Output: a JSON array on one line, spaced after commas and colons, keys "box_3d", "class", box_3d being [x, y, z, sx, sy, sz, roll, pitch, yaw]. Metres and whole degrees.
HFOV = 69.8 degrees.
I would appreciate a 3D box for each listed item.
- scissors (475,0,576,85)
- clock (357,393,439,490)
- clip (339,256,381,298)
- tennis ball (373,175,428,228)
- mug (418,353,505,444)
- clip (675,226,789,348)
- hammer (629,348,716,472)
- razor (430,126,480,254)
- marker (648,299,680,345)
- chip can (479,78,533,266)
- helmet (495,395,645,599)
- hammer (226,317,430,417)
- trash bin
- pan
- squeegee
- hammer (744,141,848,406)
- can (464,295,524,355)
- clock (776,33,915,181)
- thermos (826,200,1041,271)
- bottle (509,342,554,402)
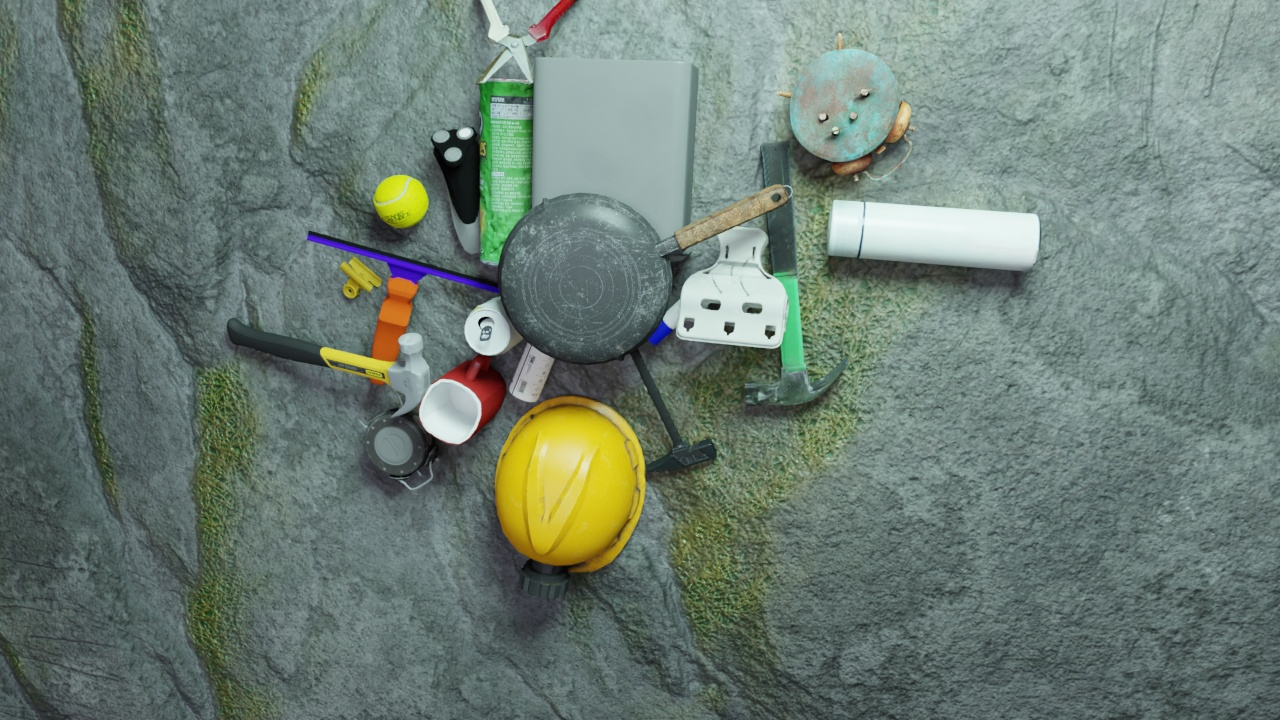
[{"box_3d": [-0.145, -0.391, 1.060, 0.179, 0.015, 0.198, 33, 69, 25], "class": "scissors"}, {"box_3d": [-0.324, 0.114, 1.251, 0.091, 0.043, 0.123, -31, 97, 16], "class": "clock"}, {"box_3d": [-0.377, -0.105, 1.216, 0.054, 0.046, 0.048, 40, 82, -3], "class": "clip"}, {"box_3d": [-0.302, -0.201, 1.157, 0.065, 0.065, 0.065, 2, 104, 10], "class": "tennis ball"}, {"box_3d": [-0.222, 0.039, 1.186, 0.080, 0.096, 0.116, 30, 107, 2], "class": "mug"}, {"box_3d": [0.114, -0.082, 1.091, 0.127, 0.110, 0.150, 7, 67, 11], "class": "clip"}, {"box_3d": [-0.007, 0.007, 1.130, 0.095, 0.015, 0.325, -18, 117, 14], "class": "hammer"}, {"box_3d": [-0.219, -0.209, 1.148, 0.057, 0.060, 0.156, -7, 122, 1], "class": "razor"}, {"box_3d": [0.060, -0.071, 1.144, 0.133, 0.027, 0.023, -42, 93, 15], "class": "marker"}, {"box_3d": [-0.161, -0.227, 1.121, 0.075, 0.075, 0.223, 6, 106, 9], "class": "chip can"}, {"box_3d": [-0.106, 0.182, 1.184, 0.205, 0.131, 0.256, 14, 105, 7], "class": "helmet"}, {"box_3d": [-0.416, -0.005, 1.213, 0.324, 0.029, 0.127, 12, 126, 21], "class": "hammer"}, {"box_3d": [-0.031, -0.236, 1.083, 0.192, 0.097, 0.220, 5, 103, 9], "class": "trash bin"}, {"box_3d": [0.004, -0.117, 1.031, 0.357, 0.040, 0.208, -23, 105, 11], "class": "pan"}, {"box_3d": [-0.324, -0.053, 1.203, 0.249, 0.055, 0.185, 15, 110, -14], "class": "squeegee"}, {"box_3d": [0.177, -0.102, 1.112, 0.130, 0.032, 0.319, -5, 102, 12], "class": "hammer"}, {"box_3d": [-0.174, -0.045, 1.140, 0.064, 0.127, 0.064, 2, 104, 10], "class": "can"}, {"box_3d": [0.239, -0.274, 1.035, 0.121, 0.073, 0.157, -42, 94, 17], "class": "clock"}, {"box_3d": [0.332, -0.144, 1.054, 0.230, 0.067, 0.068, 5, 105, 9], "class": "thermos"}, {"box_3d": [-0.132, -0.004, 1.188, 0.041, 0.041, 0.116, 25, 107, 4], "class": "bottle"}]
